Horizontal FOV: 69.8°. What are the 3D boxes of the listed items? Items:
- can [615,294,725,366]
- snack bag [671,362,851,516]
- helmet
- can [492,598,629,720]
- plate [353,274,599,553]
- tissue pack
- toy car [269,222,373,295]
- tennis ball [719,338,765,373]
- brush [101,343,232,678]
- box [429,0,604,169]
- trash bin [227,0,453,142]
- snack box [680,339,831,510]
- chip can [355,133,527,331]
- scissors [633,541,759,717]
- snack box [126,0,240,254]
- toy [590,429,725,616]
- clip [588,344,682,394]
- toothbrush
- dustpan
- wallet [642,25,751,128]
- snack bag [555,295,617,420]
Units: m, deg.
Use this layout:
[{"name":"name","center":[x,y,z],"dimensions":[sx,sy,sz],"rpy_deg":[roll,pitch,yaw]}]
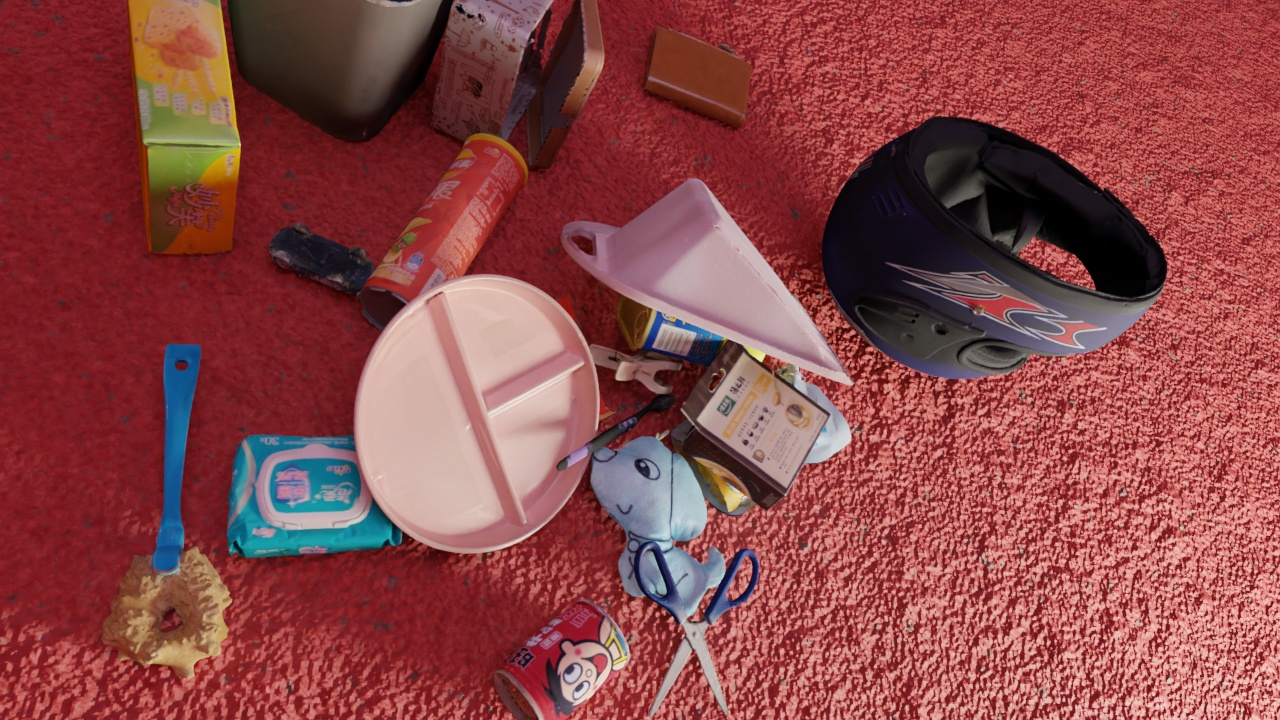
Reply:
[{"name":"can","center":[0.030,-0.041,0.908],"dimensions":[0.083,0.057,0.102],"rpy_deg":[14,22,-20]},{"name":"snack bag","center":[0.127,0.074,0.927],"dimensions":[0.190,0.039,0.110],"rpy_deg":[-27,67,-33]},{"name":"helmet","center":[0.347,-0.095,0.982],"dimensions":[0.315,0.241,0.246],"rpy_deg":[33,55,8]},{"name":"can","center":[-0.063,0.245,0.734],"dimensions":[0.093,0.067,0.066],"rpy_deg":[-33,81,-33]},{"name":"plate","center":[-0.131,0.044,0.761],"dimensions":[0.229,0.028,0.229],"rpy_deg":[-4,97,-40]},{"name":"tissue pack","center":[-0.255,0.106,0.729],"dimensions":[0.133,0.050,0.093],"rpy_deg":[1,65,-24]},{"name":"toy car","center":[-0.286,-0.089,0.824],"dimensions":[0.090,0.034,0.042],"rpy_deg":[23,60,-10]},{"name":"tennis ball","center":[0.097,-0.017,0.942],"dimensions":[0.065,0.066,0.065],"rpy_deg":[10,61,-19]},{"name":"brush","center":[-0.347,0.106,0.685],"dimensions":[0.083,0.046,0.254],"rpy_deg":[1,70,-20]},{"name":"box","center":[-0.107,-0.298,0.927],"dimensions":[0.148,0.182,0.146],"rpy_deg":[28,57,-5]},{"name":"trash bin","center":[-0.271,-0.347,0.851],"dimensions":[0.199,0.220,0.198],"rpy_deg":[32,57,-6]},{"name":"snack box","center":[0.103,0.058,0.869],"dimensions":[0.125,0.053,0.113],"rpy_deg":[36,53,3]},{"name":"chip can","center":[-0.181,-0.119,0.865],"dimensions":[0.073,0.073,0.216],"rpy_deg":[29,56,-8]},{"name":"scissors","center":[0.046,0.225,0.800],"dimensions":[0.162,0.012,0.175],"rpy_deg":[49,64,-14]},{"name":"snack box","center":[-0.386,-0.218,0.770],"dimensions":[0.070,0.158,0.210],"rpy_deg":[-5,67,-28]},{"name":"toy","center":[0.016,0.141,0.835],"dimensions":[0.161,0.050,0.156],"rpy_deg":[29,59,-14]},{"name":"clip","center":[-0.001,0.007,0.880],"dimensions":[0.099,0.035,0.070],"rpy_deg":[15,12,-45]},{"name":"toothbrush","center":[-0.018,0.064,0.844],"dimensions":[0.188,0.017,0.014],"rpy_deg":[-28,115,-53]},{"name":"dustpan","center":[0.059,-0.068,0.915],"dimensions":[0.273,0.139,0.222],"rpy_deg":[48,12,-17]},{"name":"wallet","center":[0.071,-0.350,1.121],"dimensions":[0.131,0.031,0.107],"rpy_deg":[17,62,-16]},{"name":"snack bag","center":[-0.127,0.017,0.829],"dimensions":[0.207,0.073,0.128],"rpy_deg":[-15,78,-38]}]
